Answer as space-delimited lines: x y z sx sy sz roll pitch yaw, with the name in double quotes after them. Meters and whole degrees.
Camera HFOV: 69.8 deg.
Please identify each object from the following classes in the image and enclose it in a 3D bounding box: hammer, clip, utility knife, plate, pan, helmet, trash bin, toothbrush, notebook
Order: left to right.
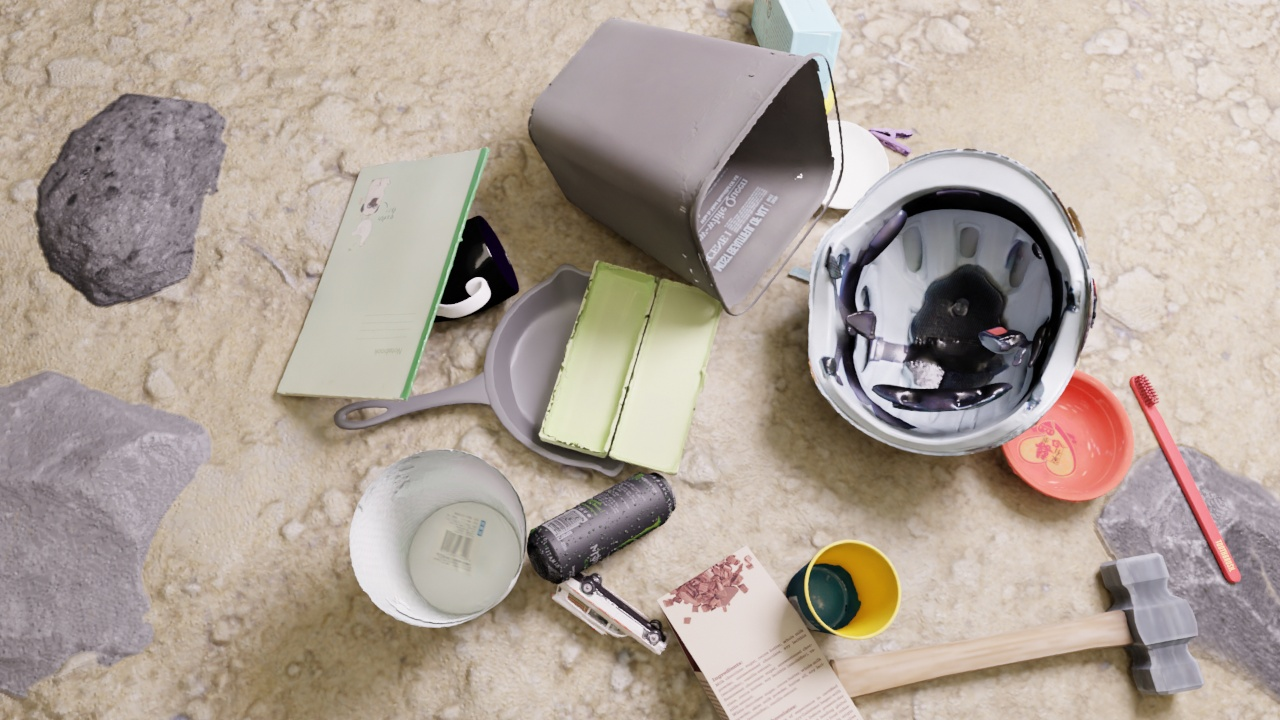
-0.241 -0.082 0.861 0.182 0.010 0.252 1 68 35 "notebook"
-0.156 0.156 0.763 0.133 0.161 0.133 1 72 -3 "trash bin"
-0.111 0.022 0.879 0.354 0.024 0.216 -12 73 -8 "pan"
0.037 -0.193 0.851 0.220 0.197 0.197 31 76 29 "trash bin"
0.207 -0.201 0.968 0.104 0.026 0.104 1 72 -3 "plate"
0.236 -0.063 0.933 0.177 0.015 0.022 20 96 5 "utility knife"
0.273 -0.236 0.990 0.050 0.014 0.046 -14 76 -10 "clip"
0.282 -0.045 0.837 0.237 0.163 0.264 7 88 24 "helmet"
0.330 0.257 0.820 0.323 0.051 0.117 -9 73 -3 "hammer"
0.530 0.111 0.890 0.012 0.018 0.212 -16 74 -8 "toothbrush"

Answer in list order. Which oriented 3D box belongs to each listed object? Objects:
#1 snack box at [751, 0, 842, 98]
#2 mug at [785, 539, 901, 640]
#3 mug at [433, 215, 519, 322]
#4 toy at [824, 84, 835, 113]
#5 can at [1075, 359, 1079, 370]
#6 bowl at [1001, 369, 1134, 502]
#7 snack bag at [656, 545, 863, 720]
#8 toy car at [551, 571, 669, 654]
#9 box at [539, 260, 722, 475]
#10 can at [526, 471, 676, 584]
0.158 -0.345 0.951 0.053 0.075 0.174 -1 45 -6 "snack box"
0.165 0.201 0.787 0.078 0.121 0.078 1 72 -4 "mug"
-0.177 -0.071 0.865 0.100 0.085 0.118 -25 33 5 "mug"
0.143 -0.262 0.961 0.137 0.067 0.105 -25 44 -15 "toy"
0.420 -0.024 0.916 0.038 0.038 0.079 15 72 1 "can"
0.398 0.073 0.880 0.130 0.045 0.130 1 72 -3 "bowl"
0.107 0.273 0.788 0.094 0.070 0.206 -29 76 -11 "snack bag"
-0.028 0.226 0.815 0.113 0.039 0.039 35 95 7 "toy car"
-0.005 0.005 0.864 0.137 0.024 0.186 13 72 7 "box"
-0.034 0.146 0.812 0.137 0.054 0.054 -24 74 -31 "can"
